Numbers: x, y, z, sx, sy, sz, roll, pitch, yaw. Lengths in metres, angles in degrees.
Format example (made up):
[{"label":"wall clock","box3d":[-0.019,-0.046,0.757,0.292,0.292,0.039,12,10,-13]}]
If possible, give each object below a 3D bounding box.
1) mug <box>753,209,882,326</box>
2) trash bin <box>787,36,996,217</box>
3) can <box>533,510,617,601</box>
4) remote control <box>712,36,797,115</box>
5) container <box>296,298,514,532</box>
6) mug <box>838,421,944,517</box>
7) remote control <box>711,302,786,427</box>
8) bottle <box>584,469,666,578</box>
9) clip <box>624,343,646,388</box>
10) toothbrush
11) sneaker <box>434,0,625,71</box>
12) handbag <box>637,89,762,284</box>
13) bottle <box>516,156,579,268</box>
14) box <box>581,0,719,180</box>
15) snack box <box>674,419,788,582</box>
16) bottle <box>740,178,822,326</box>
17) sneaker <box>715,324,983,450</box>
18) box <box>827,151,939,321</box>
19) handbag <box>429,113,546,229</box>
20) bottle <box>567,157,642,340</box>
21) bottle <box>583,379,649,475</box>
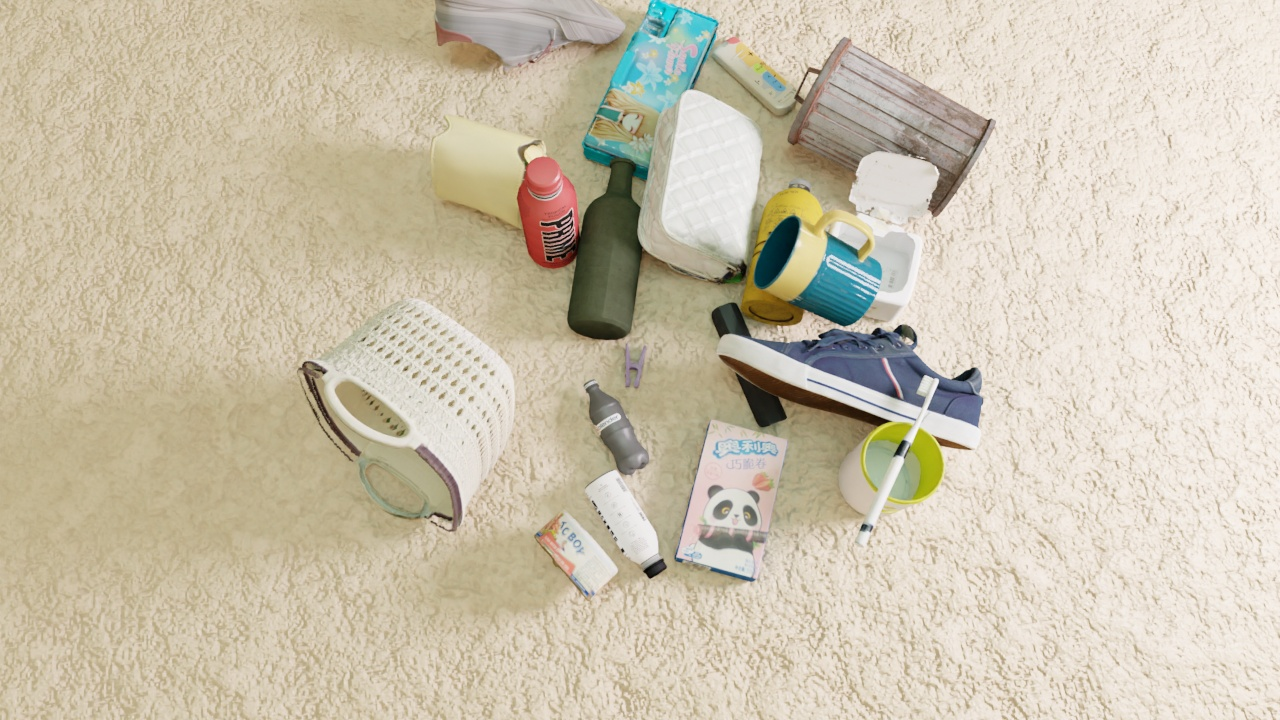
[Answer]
[{"label":"mug","box3d":[0.191,-0.100,0.939,0.107,0.114,0.083,25,41,-15]},{"label":"trash bin","box3d":[0.277,-0.269,1.050,0.211,0.131,0.130,30,74,6]},{"label":"can","box3d":[-0.065,0.195,0.920,0.043,0.086,0.086,-41,78,-13]},{"label":"remote control","box3d":[0.142,-0.351,1.131,0.038,0.018,0.125,-40,76,-13]},{"label":"container","box3d":[-0.215,0.056,0.885,0.185,0.252,0.143,37,65,8]},{"label":"mug","box3d":[0.255,0.114,0.942,0.082,0.106,0.082,0,73,-1]},{"label":"remote control","box3d":[0.120,0.004,1.020,0.033,0.015,0.146,-20,74,-7]},{"label":"bottle","box3d":[-0.012,0.172,0.952,0.041,0.041,0.116,-31,76,-10]},{"label":"clip","box3d":[-0.008,0.006,1.019,0.033,0.013,0.051,8,75,3]},{"label":"toothbrush","box3d":[0.246,0.095,0.885,0.017,0.012,0.186,24,73,19]},{"label":"sneaker","box3d":[-0.138,-0.398,1.112,0.236,0.090,0.099,3,37,-20]},{"label":"handbag","box3d":[0.071,-0.195,1.041,0.138,0.073,0.194,20,70,-28]},{"label":"bottle","box3d":[-0.098,-0.159,0.981,0.062,0.177,0.062,0,73,-2]},{"label":"box","box3d":[0.013,-0.331,1.109,0.094,0.039,0.226,22,74,5]},{"label":"snack box","box3d":[0.097,0.146,0.967,0.088,0.033,0.154,15,73,2]},{"label":"bottle","box3d":[0.164,-0.128,1.033,0.071,0.071,0.163,14,73,3]},{"label":"sneaker","box3d":[0.228,-0.002,0.972,0.294,0.121,0.127,16,83,-5]},{"label":"box","box3d":[0.266,-0.141,1.030,0.111,0.101,0.189,16,94,2]},{"label":"handbag","box3d":[-0.167,-0.216,1.031,0.119,0.111,0.081,20,65,4]},{"label":"bottle","box3d":[-0.033,-0.129,1.028,0.071,0.071,0.206,7,73,1]},{"label":"bottle","box3d":[-0.029,0.070,0.985,0.036,0.036,0.110,-27,75,-10]}]
